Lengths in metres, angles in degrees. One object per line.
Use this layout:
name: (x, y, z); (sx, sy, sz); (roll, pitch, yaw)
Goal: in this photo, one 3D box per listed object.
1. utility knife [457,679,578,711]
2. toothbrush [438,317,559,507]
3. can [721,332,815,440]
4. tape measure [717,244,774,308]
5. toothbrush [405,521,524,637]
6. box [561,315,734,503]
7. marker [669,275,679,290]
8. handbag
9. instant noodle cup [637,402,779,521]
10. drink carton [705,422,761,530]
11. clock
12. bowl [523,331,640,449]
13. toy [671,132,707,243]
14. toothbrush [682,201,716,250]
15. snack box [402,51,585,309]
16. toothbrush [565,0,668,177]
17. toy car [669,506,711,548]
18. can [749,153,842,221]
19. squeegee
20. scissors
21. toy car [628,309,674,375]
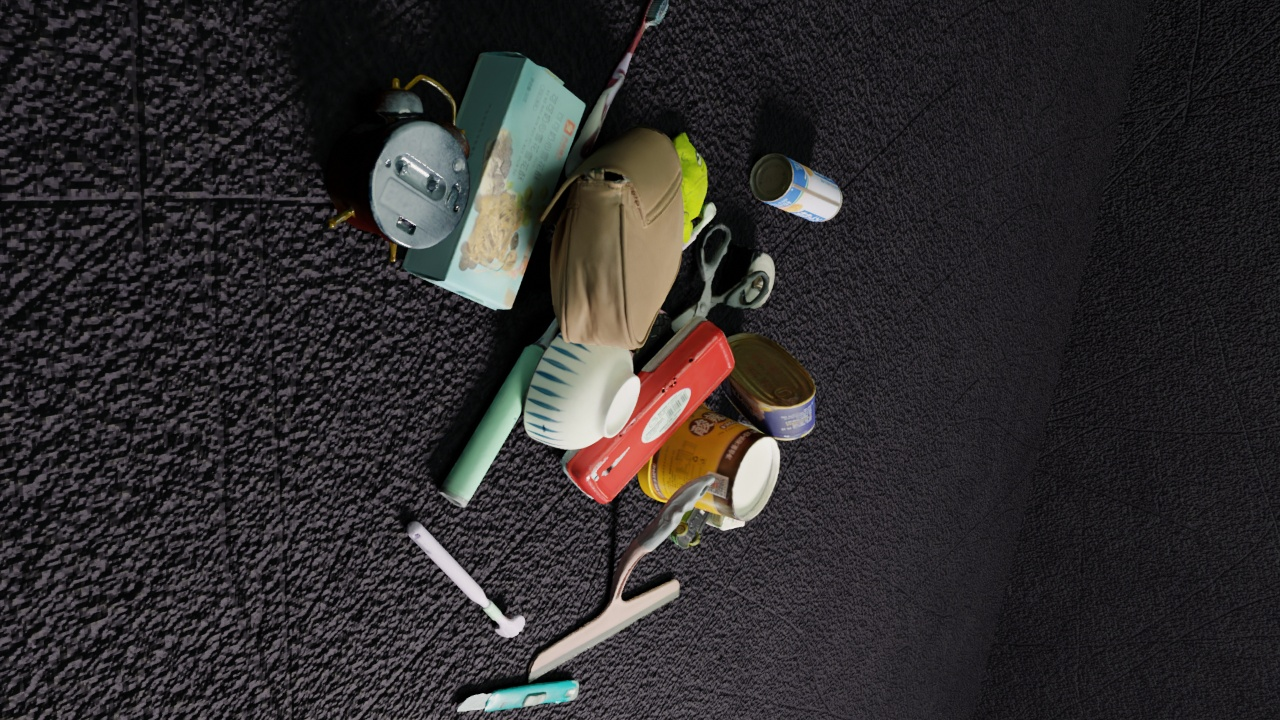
utility knife: (-0.114, 0.333, 0.905); (0.186, 0.013, 0.029); (22, 98, -55)
toothbrush: (-0.102, 0.020, 0.773); (0.224, 0.026, 0.027); (-61, 159, -16)
can: (0.136, 0.026, 1.001); (0.074, 0.148, 0.049); (-20, 127, -15)
tape measure: (0.120, -0.091, 1.018); (0.066, 0.034, 0.066); (9, 99, -54)
toothbrush: (-0.150, 0.190, 0.790); (0.029, 0.021, 0.189); (-29, 134, -2)
box: (0.009, 0.048, 0.882); (0.201, 0.047, 0.086); (-47, 145, -11)
marker: (0.008, -0.123, 0.846); (0.022, 0.020, 0.132); (-33, 121, -22)
handbag: (-0.021, -0.100, 0.734); (0.204, 0.100, 0.148); (-64, 156, -63)
instant noodle cup: (0.076, 0.109, 0.976); (0.118, 0.114, 0.119); (-25, 124, -45)
drink carton: (0.110, 0.138, 1.094); (0.053, 0.045, 0.122); (3, 102, -53)
clock: (-0.155, -0.130, 0.609); (0.082, 0.055, 0.122); (31, 78, -53)
bowl: (-0.042, 0.027, 0.794); (0.116, 0.066, 0.117); (-53, 157, -34)
toy: (0.039, -0.161, 0.864); (0.099, 0.031, 0.097); (-47, 130, -56)
toothbrush: (0.014, -0.092, 0.888); (0.189, 0.020, 0.029); (-48, 171, -28)
snack box: (-0.106, -0.131, 0.677); (0.074, 0.052, 0.175); (23, 87, -55)
toothbrush: (-0.019, -0.234, 0.779); (0.016, 0.017, 0.187); (39, 72, -52)
toy car: (0.061, 0.170, 1.050); (0.091, 0.036, 0.043); (-62, 145, -16)
can: (0.178, -0.192, 1.033); (0.134, 0.053, 0.053); (5, 101, -54)
squeegee: (0.008, 0.196, 0.947); (0.247, 0.040, 0.250); (-13, 140, -49)
scissors: (0.068, -0.061, 0.950); (0.177, 0.014, 0.159); (-10, 98, -30)
toy car: (-0.005, 0.005, 0.890); (0.056, 0.037, 0.122); (-7, 123, -45)
